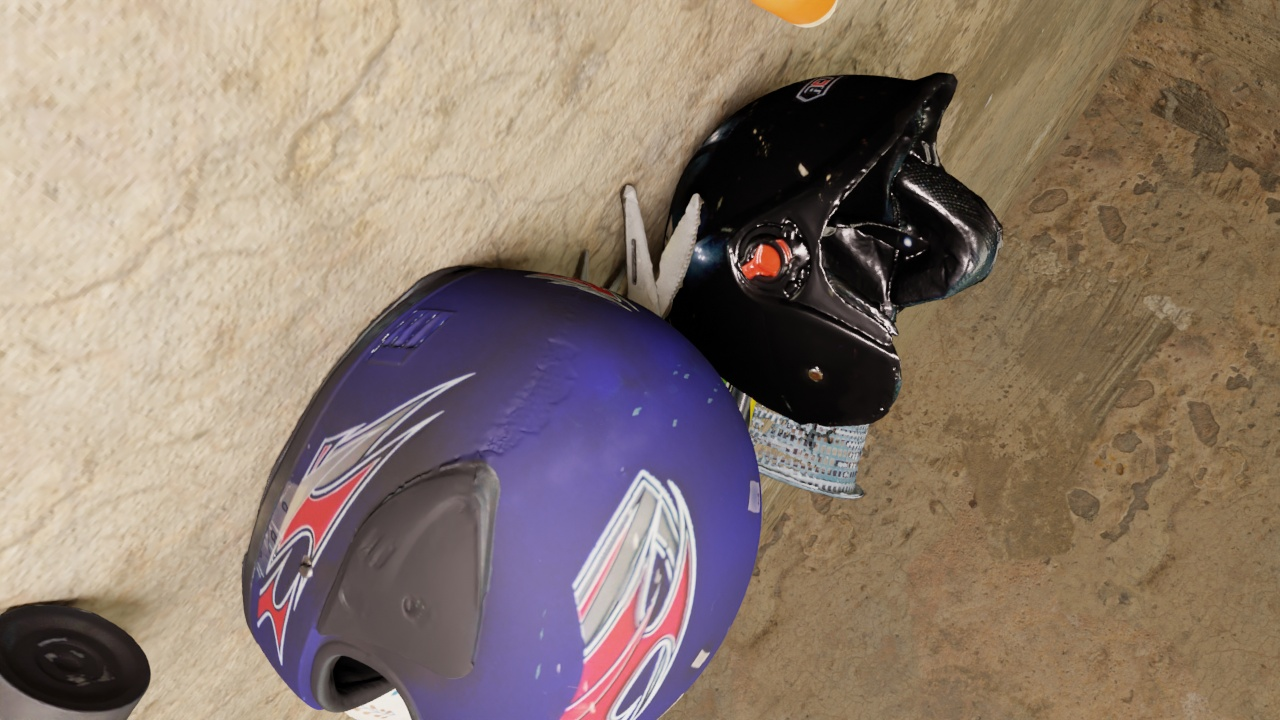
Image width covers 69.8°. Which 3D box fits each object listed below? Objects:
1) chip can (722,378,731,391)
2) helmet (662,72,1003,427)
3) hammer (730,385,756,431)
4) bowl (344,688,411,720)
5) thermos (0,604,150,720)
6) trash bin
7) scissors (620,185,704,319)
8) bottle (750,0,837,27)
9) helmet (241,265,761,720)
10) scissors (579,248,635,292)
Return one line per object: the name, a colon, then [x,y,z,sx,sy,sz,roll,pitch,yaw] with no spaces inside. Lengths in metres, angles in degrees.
chip can: [0.068,0.031,0.982,0.072,0.072,0.236,-51,162,-9]
helmet: [0.129,-0.089,0.677,0.232,0.230,0.275,-42,148,-44]
hammer: [0.126,-0.081,0.856,0.126,0.032,0.323,0,106,-66]
bowl: [-0.180,0.243,0.715,0.113,0.062,0.113,-39,173,-6]
thermos: [-0.301,0.231,0.403,0.242,0.090,0.068,-57,178,6]
trash bin: [0.205,0.040,1.155,0.226,0.227,0.195,3,108,-68]
scissors: [-0.002,-0.006,0.639,0.015,0.189,0.227,-11,153,-52]
bottle: [0.103,-0.250,0.598,0.067,0.067,0.149,-60,168,15]
helmet: [-0.067,0.112,0.532,0.316,0.240,0.246,-60,159,17]
scissors: [-0.062,0.015,0.720,0.220,0.022,0.229,-53,160,-17]
